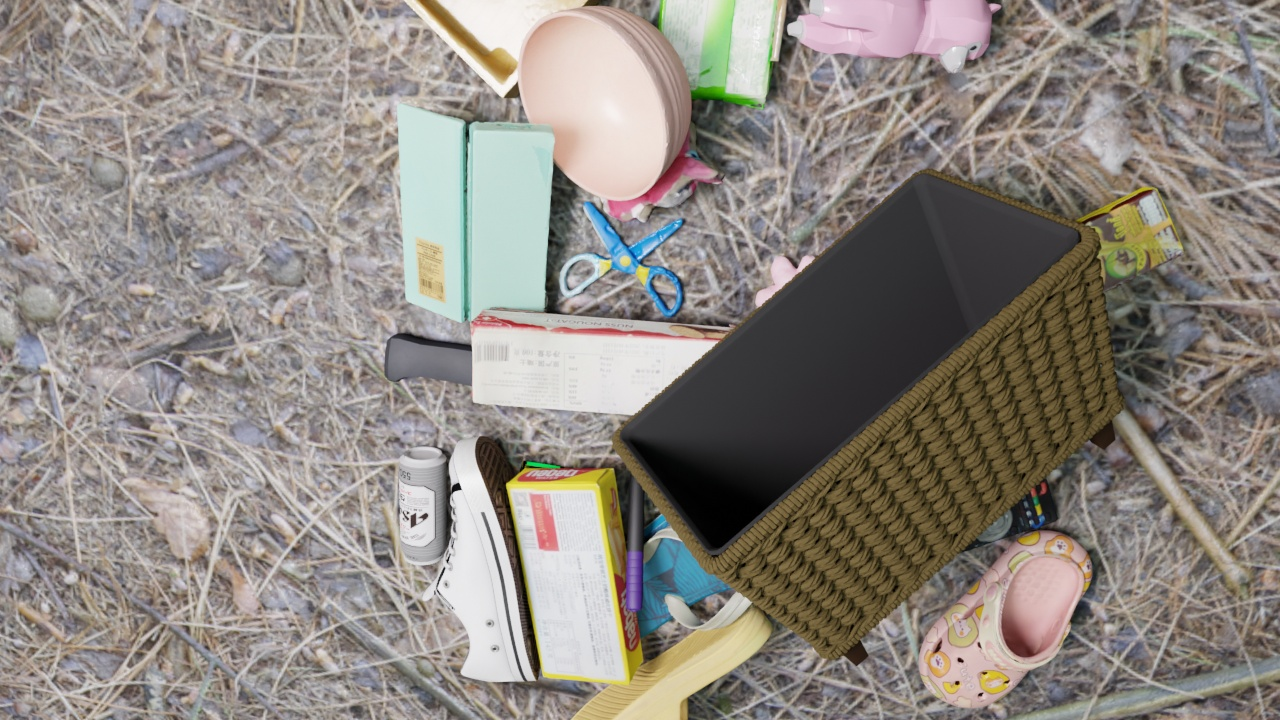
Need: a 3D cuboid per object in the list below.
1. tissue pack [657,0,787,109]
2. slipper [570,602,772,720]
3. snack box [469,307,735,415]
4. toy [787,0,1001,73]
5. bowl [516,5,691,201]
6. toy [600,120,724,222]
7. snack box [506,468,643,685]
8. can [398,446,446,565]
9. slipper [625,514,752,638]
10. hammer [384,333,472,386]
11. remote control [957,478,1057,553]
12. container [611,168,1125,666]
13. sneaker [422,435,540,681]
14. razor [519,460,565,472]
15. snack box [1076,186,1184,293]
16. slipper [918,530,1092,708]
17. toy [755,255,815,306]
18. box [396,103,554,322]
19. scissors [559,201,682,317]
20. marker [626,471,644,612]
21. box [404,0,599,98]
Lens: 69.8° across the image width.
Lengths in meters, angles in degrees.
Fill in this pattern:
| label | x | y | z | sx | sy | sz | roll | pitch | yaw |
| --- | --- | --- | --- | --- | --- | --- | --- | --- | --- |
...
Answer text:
| label | x | y | z | sx | sy | sz | roll | pitch | yaw |
| --- | --- | --- | --- | --- | --- | --- | --- | --- | --- |
| tissue pack | 0.063 | -0.263 | 0.732 | 0.099 | 0.034 | 0.114 | 7 | 107 | 4 |
| slipper | 0.025 | 0.331 | 0.871 | 0.264 | 0.099 | 0.078 | -39 | 88 | 11 |
| snack box | -0.005 | 0.005 | 0.775 | 0.273 | 0.044 | 0.077 | 4 | 110 | 4 |
| toy | 0.190 | -0.279 | 0.692 | 0.157 | 0.067 | 0.123 | -3 | 88 | -12 |
| bowl | -0.016 | -0.208 | 0.713 | 0.153 | 0.076 | 0.153 | 31 | 143 | 26 |
| toy | 0.017 | -0.149 | 0.769 | 0.102 | 0.050 | 0.065 | -28 | 64 | 17 |
| snack box | -0.058 | 0.198 | 0.843 | 0.092 | 0.042 | 0.201 | -3 | 104 | 21 |
| can | -0.207 | 0.138 | 0.874 | 0.044 | 0.044 | 0.107 | 5 | 106 | 5 |
| slipper | 0.051 | 0.190 | 0.851 | 0.295 | 0.060 | 0.118 | -32 | 96 | 14 |
| hammer | -0.080 | 0.025 | 0.832 | 0.312 | 0.035 | 0.139 | 9 | 103 | 5 |
| remote control | 0.301 | 0.145 | 0.827 | 0.140 | 0.021 | 0.045 | -19 | 104 | 7 |
| container | 0.181 | 0.054 | 0.684 | 0.321 | 0.176 | 0.205 | -41 | 124 | -1 |
| sneaker | -0.158 | 0.190 | 0.859 | 0.097 | 0.091 | 0.246 | -6 | 109 | 4 |
| razor | -0.092 | 0.166 | 0.880 | 0.044 | 0.021 | 0.144 | 6 | 106 | 18 |
| snack box | 0.358 | -0.080 | 0.753 | 0.149 | 0.025 | 0.061 | -27 | 100 | 13 |
| slipper | 0.333 | 0.245 | 0.819 | 0.093 | 0.081 | 0.197 | 31 | 107 | -4 |
| toy | 0.150 | -0.042 | 0.784 | 0.109 | 0.041 | 0.096 | 33 | 108 | 3 |
| box | -0.142 | -0.114 | 0.770 | 0.138 | 0.055 | 0.187 | 6 | 124 | 1 |
| scissors | -0.014 | -0.086 | 0.805 | 0.127 | 0.013 | 0.125 | -32 | 101 | 12 |
| marker | -0.005 | 0.161 | 0.837 | 0.015 | 0.018 | 0.133 | 6 | 70 | -13 |
| box | -0.105 | -0.365 | 0.681 | 0.248 | 0.118 | 0.252 | -44 | 135 | 15 |
